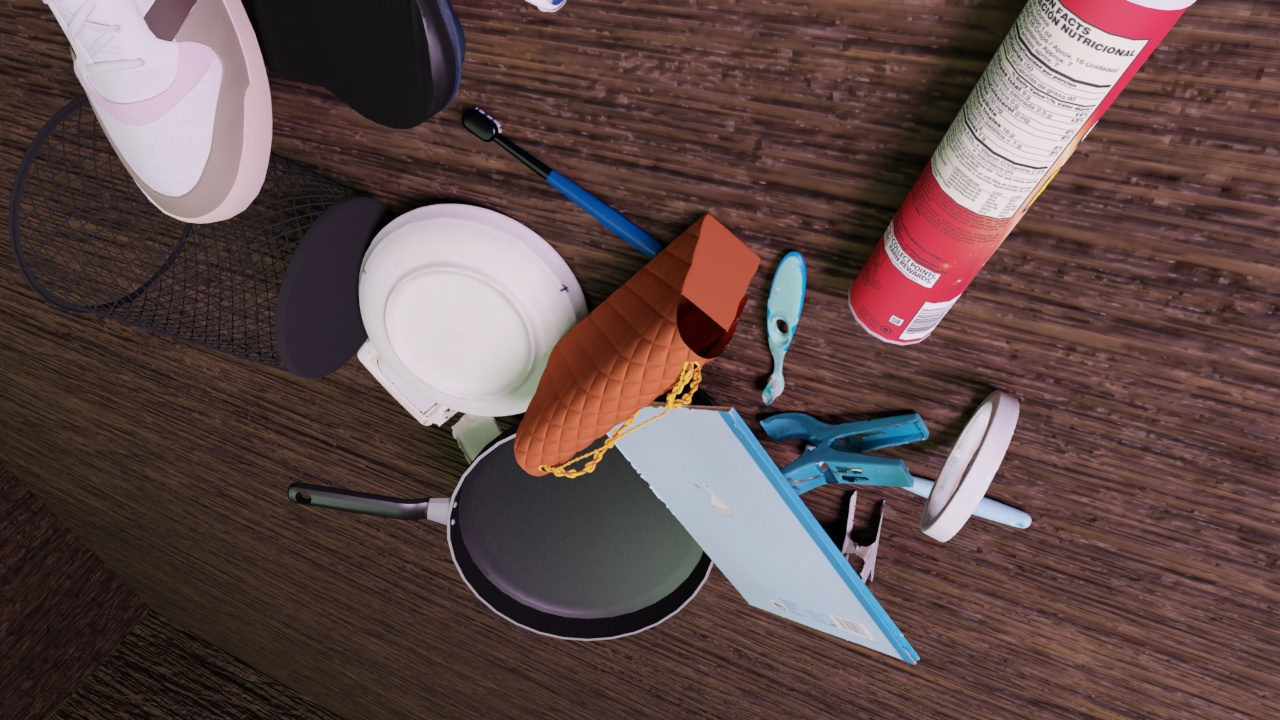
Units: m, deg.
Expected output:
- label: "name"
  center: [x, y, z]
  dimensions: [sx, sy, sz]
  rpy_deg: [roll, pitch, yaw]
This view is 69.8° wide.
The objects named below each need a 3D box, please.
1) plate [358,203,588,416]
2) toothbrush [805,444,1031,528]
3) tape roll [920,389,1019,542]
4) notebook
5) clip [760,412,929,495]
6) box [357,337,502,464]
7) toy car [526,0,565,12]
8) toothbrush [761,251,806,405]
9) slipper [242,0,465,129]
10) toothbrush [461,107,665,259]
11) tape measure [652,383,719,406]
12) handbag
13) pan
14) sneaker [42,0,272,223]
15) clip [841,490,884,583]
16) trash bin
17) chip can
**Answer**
- label: "plate"
  center: [-0.129, -0.026, 0.681]
  dimensions: [0.182, 0.034, 0.183]
  rpy_deg: [7, 124, 10]
- label: "toothbrush"
  center: [0.186, 0.086, 0.627]
  dimensions: [0.155, 0.016, 0.022]
  rpy_deg: [16, 134, 25]
- label: "tape roll"
  center: [0.189, 0.061, 0.528]
  dimensions: [0.013, 0.092, 0.093]
  rpy_deg: [27, 145, 11]
- label: "notebook"
  center: [0.075, 0.120, 0.667]
  dimensions: [0.181, 0.009, 0.253]
  rpy_deg: [2, 135, 56]
- label: "clip"
  center: [0.116, 0.075, 0.602]
  dimensions: [0.130, 0.119, 0.030]
  rpy_deg: [10, 139, 51]
- label: "box"
  center: [-0.147, 0.026, 0.773]
  dimensions: [0.184, 0.044, 0.144]
  rpy_deg: [47, 135, -8]
- label: "toy car"
  center: [-0.010, -0.205, 0.348]
  dimensions: [0.056, 0.153, 0.055]
  rpy_deg: [39, -177, -22]
- label: "toothbrush"
  center: [0.089, -0.017, 0.584]
  dimensions: [0.022, 0.017, 0.135]
  rpy_deg: [24, 144, 20]
- label: "slipper"
  center: [-0.149, -0.201, 0.511]
  dimensions: [0.266, 0.083, 0.109]
  rpy_deg: [29, 134, 48]
- label: "toothbrush"
  center: [-0.043, -0.108, 0.585]
  dimensions: [0.167, 0.014, 0.014]
  rpy_deg: [35, 112, -5]
- label: "tape measure"
  center: [0.031, 0.051, 0.692]
  dimensions: [0.072, 0.042, 0.072]
  rpy_deg: [41, 148, -5]
- label: "handbag"
  center: [-0.004, 0.003, 0.574]
  dimensions: [0.060, 0.108, 0.172]
  rpy_deg: [38, 134, -15]
- label: "pan"
  center: [-0.113, 0.131, 0.771]
  dimensions: [0.356, 0.034, 0.226]
  rpy_deg: [10, 117, -4]
- label: "sneaker"
  center: [-0.305, -0.210, 0.520]
  dimensions: [0.112, 0.116, 0.294]
  rpy_deg: [-2, 115, 11]
- label: "clip"
  center: [0.171, 0.151, 0.689]
  dimensions: [0.052, 0.059, 0.102]
  rpy_deg: [2, 137, 11]
- label: "trash bin"
  center: [-0.317, -0.089, 0.704]
  dimensions: [0.210, 0.183, 0.184]
  rpy_deg: [21, 143, 10]
- label: "chip can"
  center: [0.158, -0.087, 0.415]
  dimensions: [0.052, 0.051, 0.215]
  rpy_deg: [30, 145, 7]
